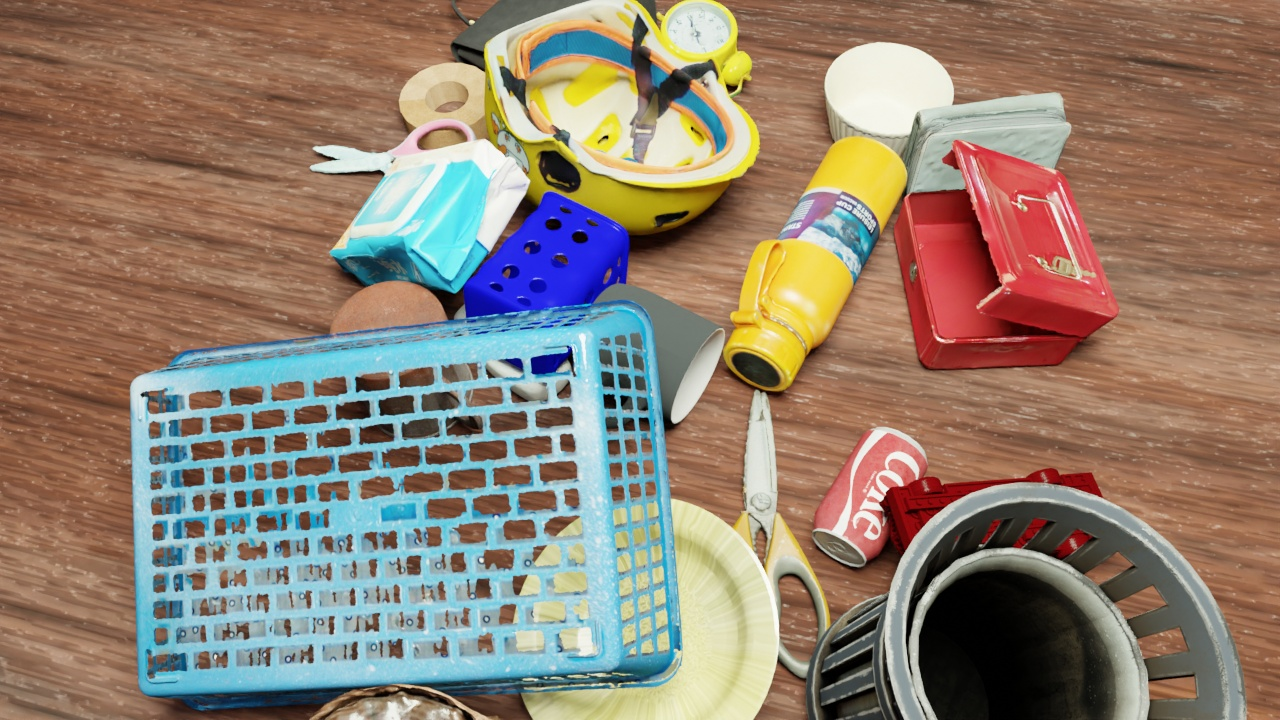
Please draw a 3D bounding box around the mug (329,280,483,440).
[{"bbox_3d":[-0.172,0.009,0.715,0.123,0.110,0.096,30,71,18],"label":"mug"}]

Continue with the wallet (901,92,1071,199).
[{"bbox_3d":[0.298,-0.182,0.806,0.131,0.100,0.054,-8,53,-4],"label":"wallet"}]

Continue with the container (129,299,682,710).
[{"bbox_3d":[-0.165,0.098,0.597,0.362,0.089,0.257,-6,83,9],"label":"container"}]

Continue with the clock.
[{"bbox_3d":[0.062,-0.300,0.907,0.083,0.057,0.118,-18,70,-7],"label":"clock"}]

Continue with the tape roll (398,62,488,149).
[{"bbox_3d":[-0.188,-0.250,0.905,0.094,0.027,0.093,-1,61,2],"label":"tape roll"}]

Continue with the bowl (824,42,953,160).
[{"bbox_3d":[0.226,-0.233,0.857,0.115,0.063,0.115,-1,60,2],"label":"bowl"}]

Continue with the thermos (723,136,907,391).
[{"bbox_3d":[0.139,-0.086,0.767,0.091,0.076,0.232,36,66,-8],"label":"thermos"}]

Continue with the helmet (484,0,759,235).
[{"bbox_3d":[-0.025,-0.187,0.799,0.240,0.140,0.208,43,53,13],"label":"helmet"}]

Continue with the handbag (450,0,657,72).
[{"bbox_3d":[-0.115,-0.355,0.943,0.196,0.072,0.175,29,66,22],"label":"handbag"}]

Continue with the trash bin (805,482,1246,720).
[{"bbox_3d":[0.186,0.184,0.522,0.164,0.228,0.164,1,64,-3],"label":"trash bin"}]

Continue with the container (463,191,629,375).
[{"bbox_3d":[-0.074,-0.059,0.729,0.084,0.085,0.113,27,57,14],"label":"container"}]

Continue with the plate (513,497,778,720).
[{"bbox_3d":[0.005,0.189,0.634,0.184,0.036,0.184,-6,65,13],"label":"plate"}]

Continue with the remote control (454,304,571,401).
[{"bbox_3d":[-0.106,-0.013,0.768,0.060,0.028,0.114,-39,66,-20],"label":"remote control"}]

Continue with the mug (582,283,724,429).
[{"bbox_3d":[-0.004,0.004,0.719,0.094,0.085,0.121,28,61,17],"label":"mug"}]

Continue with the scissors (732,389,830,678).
[{"bbox_3d":[0.079,0.122,0.690,0.114,0.016,0.228,-3,61,1],"label":"scissors"}]

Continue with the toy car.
[{"bbox_3d":[0.247,0.118,0.647,0.169,0.062,0.070,-1,59,-19],"label":"toy car"}]

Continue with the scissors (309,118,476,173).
[{"bbox_3d":[-0.240,-0.174,0.868,0.179,0.016,0.101,-2,83,11],"label":"scissors"}]

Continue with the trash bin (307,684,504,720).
[{"bbox_3d":[-0.110,0.265,0.508,0.151,0.210,0.151,-1,61,2],"label":"trash bin"}]

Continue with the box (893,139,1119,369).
[{"bbox_3d":[0.292,-0.076,0.757,0.137,0.127,0.157,9,56,-16],"label":"box"}]

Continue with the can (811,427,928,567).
[{"bbox_3d":[0.169,0.100,0.677,0.054,0.054,0.096,30,66,18],"label":"can"}]

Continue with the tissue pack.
[{"bbox_3d":[-0.181,-0.116,0.758,0.210,0.066,0.116,7,62,53],"label":"tissue pack"}]
